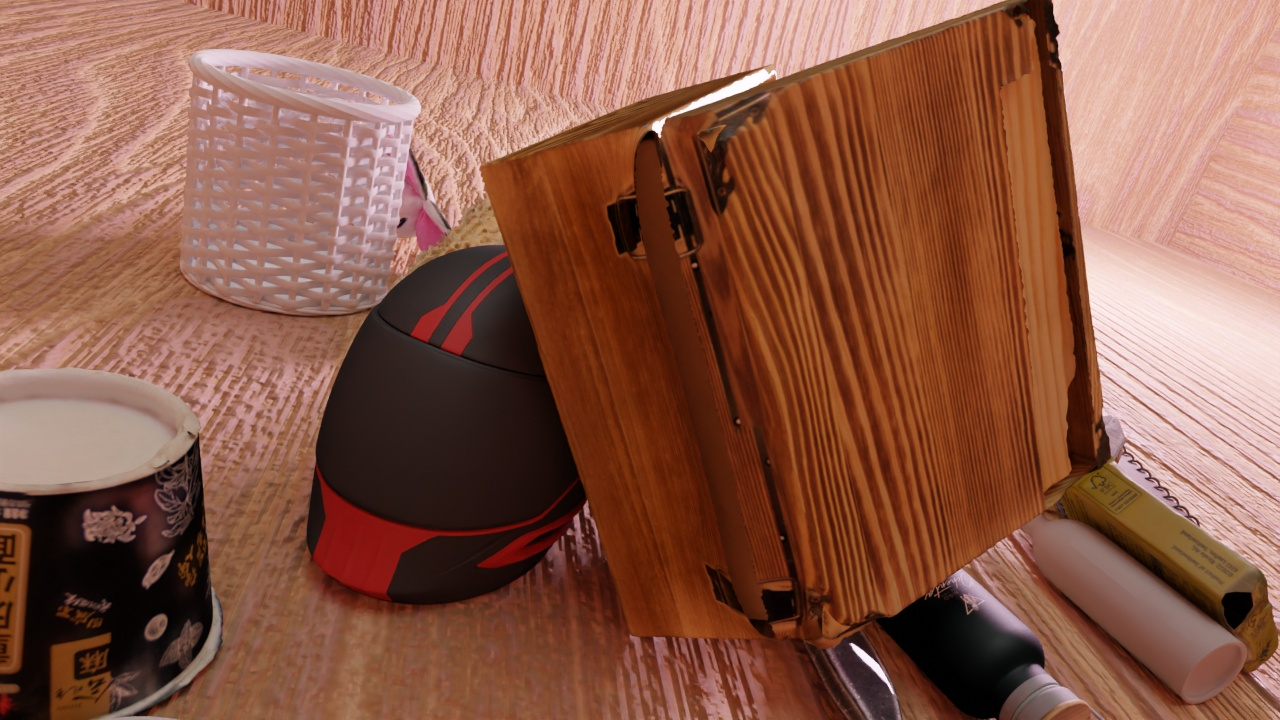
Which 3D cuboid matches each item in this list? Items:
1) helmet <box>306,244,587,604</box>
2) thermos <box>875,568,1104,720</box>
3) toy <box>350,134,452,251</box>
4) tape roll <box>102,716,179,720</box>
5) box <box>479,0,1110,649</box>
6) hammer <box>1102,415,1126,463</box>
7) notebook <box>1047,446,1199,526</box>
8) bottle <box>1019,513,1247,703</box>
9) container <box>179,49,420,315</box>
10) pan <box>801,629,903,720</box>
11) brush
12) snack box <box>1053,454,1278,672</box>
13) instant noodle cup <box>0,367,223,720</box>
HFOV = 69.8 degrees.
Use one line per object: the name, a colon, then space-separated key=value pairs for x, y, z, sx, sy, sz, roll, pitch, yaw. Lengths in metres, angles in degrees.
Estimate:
helmet: x=-0.093 y=0.015 z=0.566 sx=0.164 sy=0.170 sz=0.264 roll=21 pitch=22 yaw=13
thermos: x=0.181 y=0.155 z=0.557 sx=0.061 sy=0.061 sz=0.231 roll=3 pitch=25 yaw=-29
toy: x=-0.269 y=-0.169 z=0.983 sx=0.194 sy=0.159 sz=0.084 roll=12 pitch=39 yaw=44
tape roll: x=-0.190 y=0.169 z=0.330 sx=0.094 sy=0.018 sz=0.093 roll=14 pitch=21 yaw=-6
box: x=0.101 y=-0.017 z=0.493 sx=0.264 sy=0.279 sz=0.268 roll=-5 pitch=21 yaw=27
hammer: x=0.322 y=0.037 z=0.918 sx=0.301 sy=0.037 sz=0.157 roll=25 pitch=22 yaw=29
notebook: x=0.426 y=0.099 z=0.913 sx=0.167 sy=0.024 sz=0.225 roll=13 pitch=22 yaw=-4
bottle: x=0.333 y=0.157 z=0.666 sx=0.052 sy=0.052 sz=0.195 roll=5 pitch=24 yaw=-24
container: x=-0.309 y=-0.162 z=0.828 sx=0.189 sy=0.187 sz=0.189 roll=13 pitch=22 yaw=-6
pan: x=0.127 y=0.204 z=0.419 sx=0.187 sy=0.055 sz=0.357 roll=12 pitch=9 yaw=-11
brush: x=-0.138 y=-0.110 z=0.874 sx=0.083 sy=0.057 sz=0.270 roll=12 pitch=42 yaw=22
snack box: x=0.382 y=0.137 z=0.681 sx=0.121 sy=0.045 sz=0.181 roll=50 pitch=0 yaw=-36
instant noodle cup: x=-0.252 y=0.073 z=0.394 sx=0.137 sy=0.112 sz=0.137 roll=12 pitch=22 yaw=-5
